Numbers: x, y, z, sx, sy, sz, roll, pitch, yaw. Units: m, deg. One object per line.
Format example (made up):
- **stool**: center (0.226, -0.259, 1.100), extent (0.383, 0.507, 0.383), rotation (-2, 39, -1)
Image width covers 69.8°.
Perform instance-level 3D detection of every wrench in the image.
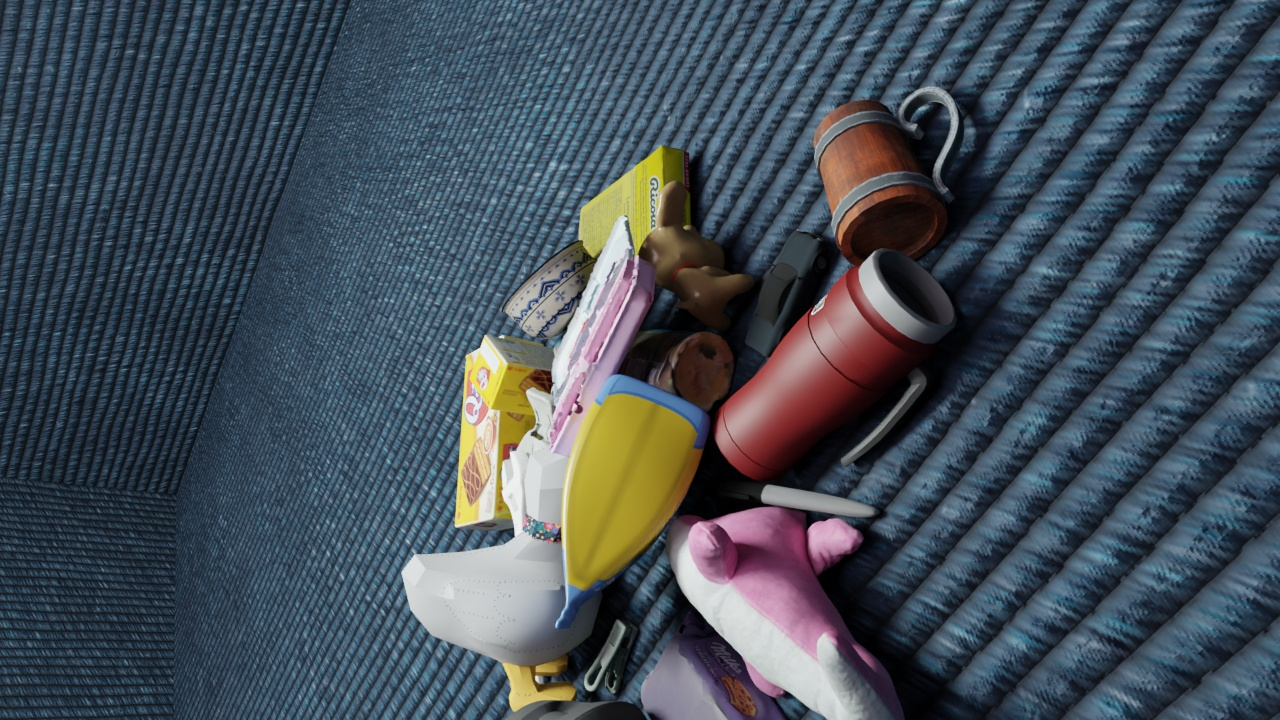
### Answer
- **wrench**: center (-0.129, 0.238, 1.031), extent (0.066, 0.018, 0.273), rotation (-14, 81, 61)

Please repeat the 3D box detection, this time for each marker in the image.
- **marker**: center (0.119, 0.110, 0.718), extent (0.139, 0.022, 0.016), rotation (5, 109, 35)

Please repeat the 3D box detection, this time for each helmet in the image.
- **helmet**: center (-0.061, 0.400, 0.794), extent (0.170, 0.163, 0.265), rotation (34, 122, 42)

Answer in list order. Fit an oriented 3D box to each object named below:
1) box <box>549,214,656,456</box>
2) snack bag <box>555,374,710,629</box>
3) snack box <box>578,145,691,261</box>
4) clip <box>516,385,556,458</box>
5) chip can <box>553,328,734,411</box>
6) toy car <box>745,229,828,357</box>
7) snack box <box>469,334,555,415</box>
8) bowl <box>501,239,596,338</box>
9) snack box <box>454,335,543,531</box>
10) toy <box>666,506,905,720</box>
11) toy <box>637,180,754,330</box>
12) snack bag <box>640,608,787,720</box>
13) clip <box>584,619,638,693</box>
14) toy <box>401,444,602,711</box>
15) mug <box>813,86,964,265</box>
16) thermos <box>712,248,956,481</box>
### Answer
- **box**: center (-0.040, -0.022, 0.872), extent (0.154, 0.044, 0.202), rotation (-91, 24, -56)
- **snack bag**: center (-0.024, 0.133, 0.791), extent (0.159, 0.102, 0.205), rotation (94, -161, -74)
- **snack box**: center (-0.009, -0.142, 1.009), extent (0.181, 0.045, 0.121), rotation (-23, 64, 54)
- **clip**: center (-0.086, 0.098, 1.030), extent (0.126, 0.091, 0.151), rotation (16, 100, 55)
- **chip can**: center (-0.006, 0.005, 0.926), extent (0.230, 0.079, 0.080), rotation (6, 84, 57)
- **toy car**: center (0.124, -0.058, 0.792), extent (0.046, 0.034, 0.112), rotation (40, 112, 53)
- **snack box**: center (-0.133, 0.020, 1.079), extent (0.083, 0.105, 0.061), rotation (44, 117, 53)
- **bowl**: center (-0.086, -0.068, 0.984), extent (0.059, 0.115, 0.116), rotation (48, 130, 1)
- **snack box**: center (-0.178, 0.094, 1.160), extent (0.110, 0.061, 0.230), rotation (-22, 62, 51)
- **toy**: center (0.115, 0.173, 0.682), extent (0.127, 0.187, 0.265), rotation (-35, 34, -11)
- **toy**: center (0.046, -0.082, 0.863), extent (0.108, 0.105, 0.134), rotation (51, 128, 33)
- **snack bag**: center (0.066, 0.303, 0.736), extent (0.205, 0.058, 0.096), rotation (46, 117, 51)
- **clip**: center (-0.028, 0.292, 0.903), extent (0.023, 0.035, 0.074), rotation (30, 98, 57)
- **toy**: center (-0.112, 0.212, 0.924), extent (0.141, 0.246, 0.268), rotation (-136, 44, -75)
- **mug**: center (0.192, -0.145, 0.694), extent (0.118, 0.081, 0.111), rotation (-30, 50, 26)
- **thermos**: center (0.149, 0.018, 0.698), extent (0.108, 0.083, 0.199), rotation (51, 129, 13)
